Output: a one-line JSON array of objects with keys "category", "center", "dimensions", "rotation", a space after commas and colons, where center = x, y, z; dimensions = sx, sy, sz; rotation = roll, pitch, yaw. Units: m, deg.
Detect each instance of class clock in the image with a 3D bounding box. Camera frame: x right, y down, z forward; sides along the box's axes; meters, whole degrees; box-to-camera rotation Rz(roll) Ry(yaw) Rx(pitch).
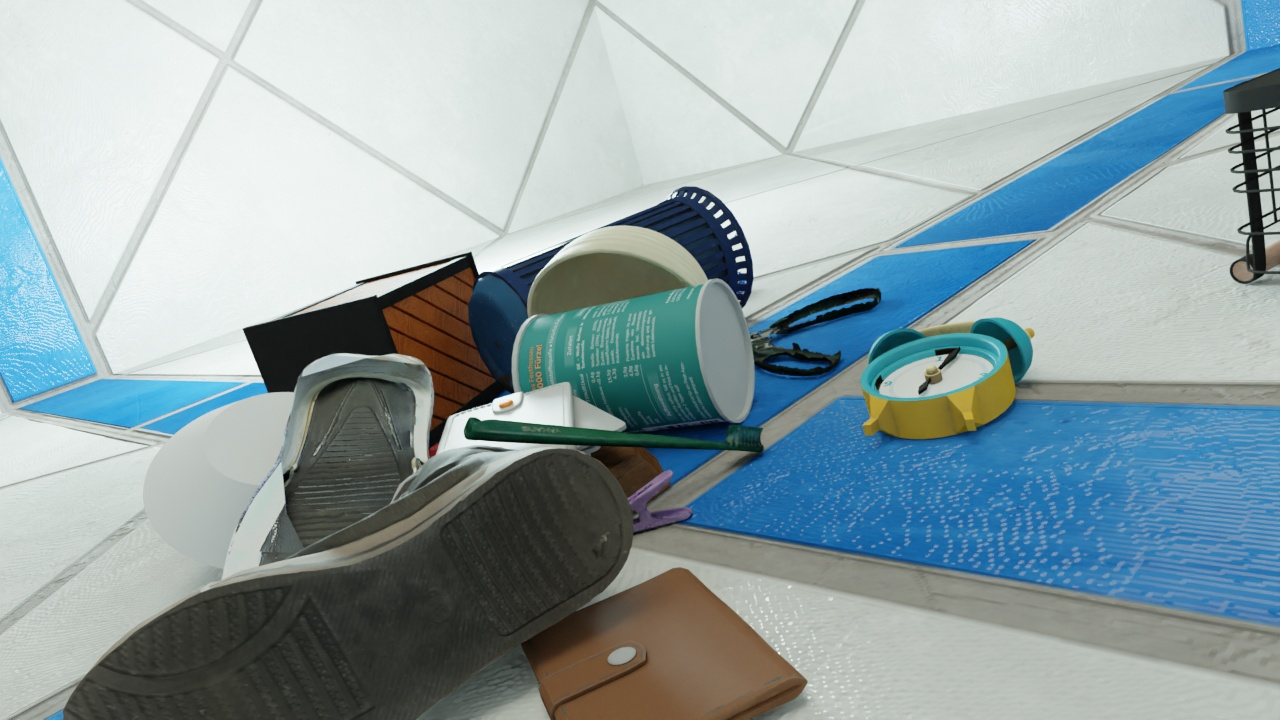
[{"category": "clock", "center": [0.181, 0.008, 0.554], "dimensions": [0.099, 0.044, 0.129], "rotation": [-7, 24, 34]}]

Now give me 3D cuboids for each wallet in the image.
[{"category": "wallet", "center": [-0.066, 0.049, 0.570], "dimensions": [0.115, 0.037, 0.118], "rotation": [-16, 17, 0]}, {"category": "wallet", "center": [0.002, 0.121, 0.371], "dimensions": [0.087, 0.013, 0.121], "rotation": [-20, 13, -15]}]

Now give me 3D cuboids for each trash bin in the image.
[{"category": "trash bin", "center": [-0.030, -0.062, 0.871], "dimensions": [0.248, 0.139, 0.139], "rotation": [-26, 17, -30]}, {"category": "trash bin", "center": [-0.235, -0.002, 0.858], "dimensions": [0.140, 0.140, 0.171], "rotation": [-11, 15, 21]}]

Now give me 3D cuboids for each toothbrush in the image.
[{"category": "toothbrush", "center": [-0.007, 0.041, 0.522], "dimensions": [0.189, 0.017, 0.016], "rotation": [5, -4, -29]}]

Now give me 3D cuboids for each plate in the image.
[{"category": "plate", "center": [-0.048, 0.077, 0.574], "dimensions": [0.131, 0.025, 0.131], "rotation": [-15, 14, 4]}, {"category": "plate", "center": [-0.250, 0.066, 0.635], "dimensions": [0.174, 0.036, 0.173], "rotation": [8, 37, -6]}]

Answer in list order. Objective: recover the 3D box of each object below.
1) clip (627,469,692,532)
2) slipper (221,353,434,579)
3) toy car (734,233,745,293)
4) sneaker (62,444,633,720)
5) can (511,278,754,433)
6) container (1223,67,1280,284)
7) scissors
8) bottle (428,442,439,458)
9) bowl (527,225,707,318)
[{"category": "clip", "center": [0.002, 0.084, 0.507], "dimensions": [0.050, 0.029, 0.013], "rotation": [-28, 12, 2]}, {"category": "slipper", "center": [-0.177, 0.081, 0.564], "dimensions": [0.111, 0.063, 0.263], "rotation": [1, 33, -11]}, {"category": "toy car", "center": [0.089, -0.101, 1.036], "dimensions": [0.033, 0.062, 0.091], "rotation": [-2, 20, 44]}, {"category": "sneaker", "center": [-0.126, 0.108, 0.416], "dimensions": [0.234, 0.095, 0.120], "rotation": [-32, 8, -17]}, {"category": "can", "center": [-0.004, 0.004, 0.655], "dimensions": [0.144, 0.099, 0.099], "rotation": [-10, 15, 26]}, {"category": "container", "center": [0.480, -0.120, 0.516], "dimensions": [0.162, 0.130, 0.242], "rotation": [-23, 15, -24]}, {"category": "scissors", "center": [0.143, -0.026, 0.783], "dimensions": [0.205, 0.015, 0.202], "rotation": [-22, 17, -21]}, {"category": "bottle", "center": [-0.120, 0.062, 0.682], "dimensions": [0.042, 0.042, 0.141], "rotation": [-11, 15, 19]}, {"category": "bowl", "center": [-0.008, -0.050, 0.730], "dimensions": [0.151, 0.151, 0.075], "rotation": [-10, 40, 25]}]
